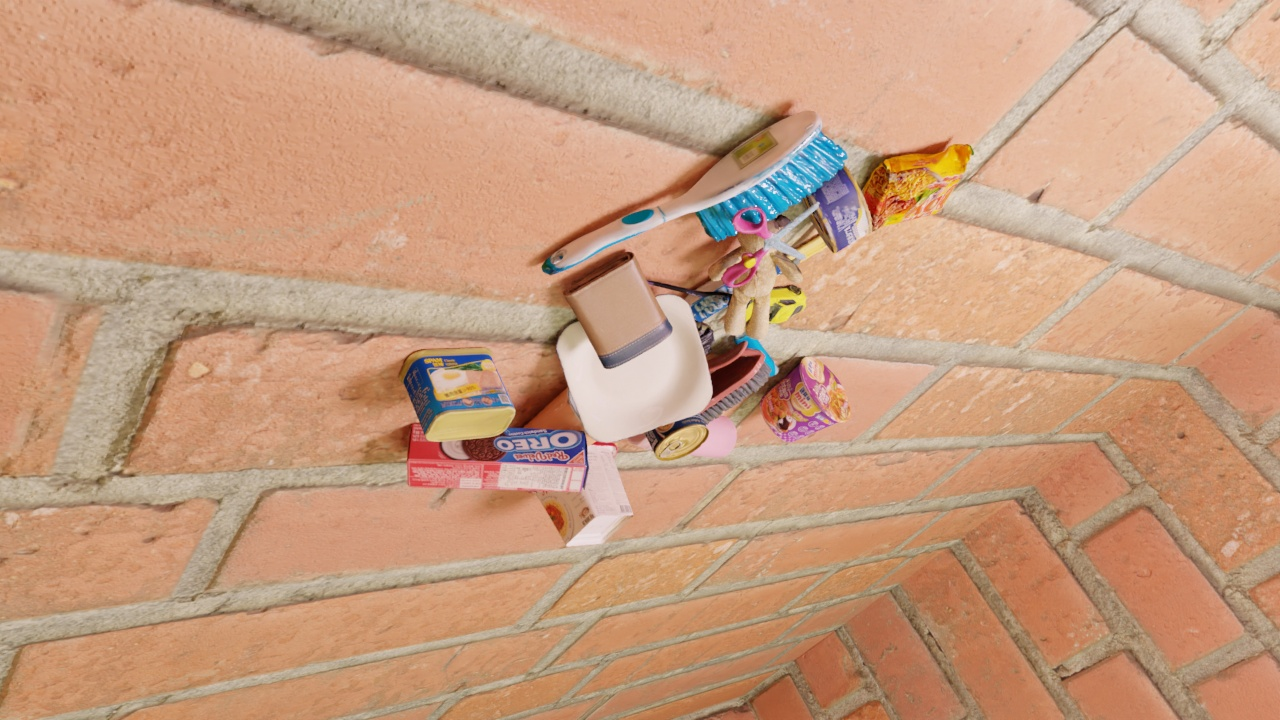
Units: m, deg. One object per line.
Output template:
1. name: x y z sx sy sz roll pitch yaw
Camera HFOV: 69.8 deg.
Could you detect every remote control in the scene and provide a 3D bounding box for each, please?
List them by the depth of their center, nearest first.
1. remote control: 0.111 -0.093 1.091 0.125 0.024 0.049 -31 151 6

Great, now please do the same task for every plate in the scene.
1. plate: -0.006 0.006 1.075 0.163 0.034 0.164 -18 114 -3

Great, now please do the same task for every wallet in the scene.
1. wallet: -0.024 -0.053 0.996 0.090 0.033 0.115 -30 130 -1

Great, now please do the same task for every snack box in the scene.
1. snack box: -0.166 0.116 1.075 0.207 0.057 0.058 4 136 -10

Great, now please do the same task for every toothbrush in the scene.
1. toothbrush: 0.050 -0.078 1.040 0.188 0.014 0.017 8 103 -31

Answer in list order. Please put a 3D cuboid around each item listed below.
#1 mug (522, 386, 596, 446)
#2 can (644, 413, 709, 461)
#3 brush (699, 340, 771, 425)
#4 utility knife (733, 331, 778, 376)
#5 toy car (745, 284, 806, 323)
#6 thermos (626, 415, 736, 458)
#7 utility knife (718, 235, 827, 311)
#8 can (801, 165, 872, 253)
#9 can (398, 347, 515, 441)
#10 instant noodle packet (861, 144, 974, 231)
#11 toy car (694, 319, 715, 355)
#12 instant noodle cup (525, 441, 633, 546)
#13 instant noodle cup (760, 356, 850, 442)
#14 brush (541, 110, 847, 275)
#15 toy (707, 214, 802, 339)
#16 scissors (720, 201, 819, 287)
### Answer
1. mug: -0.105 0.092 1.150 0.123 0.078 0.078 -37 150 24
2. can: 0.031 0.063 1.180 0.075 0.111 0.075 -20 148 -13
3. brush: 0.106 0.029 1.233 0.146 0.063 0.069 -36 116 26
4. utility knife: 0.152 -0.016 1.253 0.034 0.018 0.182 -17 152 15
5. toy car: 0.167 -0.067 1.171 0.105 0.032 0.048 -7 145 -31
6. thermos: 0.049 0.103 1.313 0.087 0.067 0.198 -13 165 38
7. utility knife: 0.167 -0.112 1.124 0.183 0.019 0.031 -28 145 7
8. can: 0.212 -0.168 1.002 0.049 0.074 0.148 -32 161 9
9. can: -0.193 0.036 0.972 0.102 0.083 0.057 -3 142 -38
10. instant noodle packet: 0.319 -0.201 1.080 0.128 0.044 0.111 -17 153 -21
11. toy car: 0.018 -0.003 1.133 0.158 0.042 0.070 -22 149 -5
12. instant noodle cup: -0.079 0.181 1.255 0.116 0.124 0.117 7 135 -46
13. instant noodle cup: 0.242 0.066 1.377 0.099 0.111 0.111 -37 151 31
14. brush: 0.053 -0.153 0.925 0.315 0.060 0.109 -32 145 12
15. toy: 0.128 -0.094 1.032 0.105 0.066 0.157 8 121 5
16. scissors: 0.130 -0.123 0.949 0.134 0.017 0.134 -38 142 25
